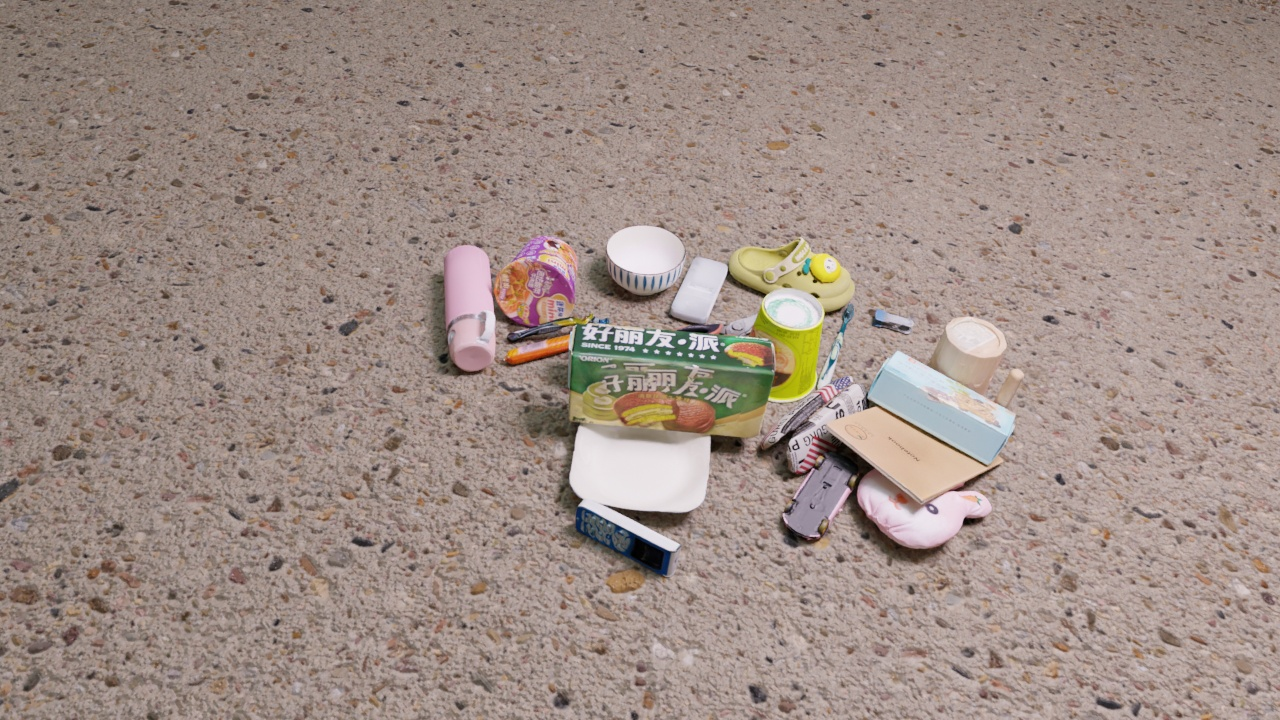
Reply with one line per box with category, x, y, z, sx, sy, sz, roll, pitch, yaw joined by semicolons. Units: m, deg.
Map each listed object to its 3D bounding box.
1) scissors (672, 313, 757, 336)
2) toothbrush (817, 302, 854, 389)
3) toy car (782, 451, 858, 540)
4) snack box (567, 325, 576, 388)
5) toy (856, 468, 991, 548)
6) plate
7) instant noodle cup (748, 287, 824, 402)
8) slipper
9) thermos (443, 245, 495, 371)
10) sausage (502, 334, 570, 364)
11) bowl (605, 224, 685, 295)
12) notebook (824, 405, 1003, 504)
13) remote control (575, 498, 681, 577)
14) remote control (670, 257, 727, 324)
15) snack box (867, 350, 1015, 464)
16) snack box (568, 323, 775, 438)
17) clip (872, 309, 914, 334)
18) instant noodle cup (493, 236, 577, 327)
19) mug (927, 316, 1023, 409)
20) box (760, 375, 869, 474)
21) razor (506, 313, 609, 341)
scissors;0.132;-0.030;1.284;0.209;0.015;0.184;8;44;2
toothbrush;0.276;-0.021;1.287;0.016;0.018;0.191;19;46;12
toy car;0.214;0.161;1.088;0.056;0.037;0.122;28;62;24
snack box;-0.007;0.007;1.190;0.175;0.074;0.051;8;44;2
toy;0.337;0.164;1.087;0.159;0.054;0.121;-13;45;-28
plate;0.000;0.121;1.106;0.164;0.034;0.163;8;45;2
instant noodle cup;0.189;-0.026;1.208;0.111;0.124;0.111;3;45;-3
slipper;0.223;-0.135;1.351;0.190;0.082;0.091;19;49;13
thermos;-0.228;-0.078;1.246;0.067;0.087;0.198;19;36;-29
sausage;-0.109;-0.021;1.245;0.165;0.021;0.021;-15;49;-20
bowl;0.006;-0.138;1.342;0.116;0.066;0.116;2;45;-2
notebook;0.339;0.103;1.127;0.207;0.008;0.148;-11;42;-43
remote control;-0.015;0.195;1.020;0.125;0.049;0.024;25;45;18
remote control;0.087;-0.103;1.348;0.056;0.020;0.135;16;46;9
snack box;0.382;0.058;1.166;0.175;0.052;0.074;31;32;16
snack box;0.034;0.024;1.101;0.240;0.115;0.063;6;43;-1
clip;0.367;-0.055;1.331;0.058;0.038;0.026;15;44;11
instant noodle cup;-0.137;-0.117;1.283;0.111;0.112;0.099;10;38;4
mug;0.437;0.018;1.203;0.084;0.104;0.124;-20;50;-24
box;0.217;0.072;1.164;0.162;0.076;0.087;-34;37;-29
razor;-0.113;-0.046;1.252;0.143;0.022;0.042;-10;13;3
